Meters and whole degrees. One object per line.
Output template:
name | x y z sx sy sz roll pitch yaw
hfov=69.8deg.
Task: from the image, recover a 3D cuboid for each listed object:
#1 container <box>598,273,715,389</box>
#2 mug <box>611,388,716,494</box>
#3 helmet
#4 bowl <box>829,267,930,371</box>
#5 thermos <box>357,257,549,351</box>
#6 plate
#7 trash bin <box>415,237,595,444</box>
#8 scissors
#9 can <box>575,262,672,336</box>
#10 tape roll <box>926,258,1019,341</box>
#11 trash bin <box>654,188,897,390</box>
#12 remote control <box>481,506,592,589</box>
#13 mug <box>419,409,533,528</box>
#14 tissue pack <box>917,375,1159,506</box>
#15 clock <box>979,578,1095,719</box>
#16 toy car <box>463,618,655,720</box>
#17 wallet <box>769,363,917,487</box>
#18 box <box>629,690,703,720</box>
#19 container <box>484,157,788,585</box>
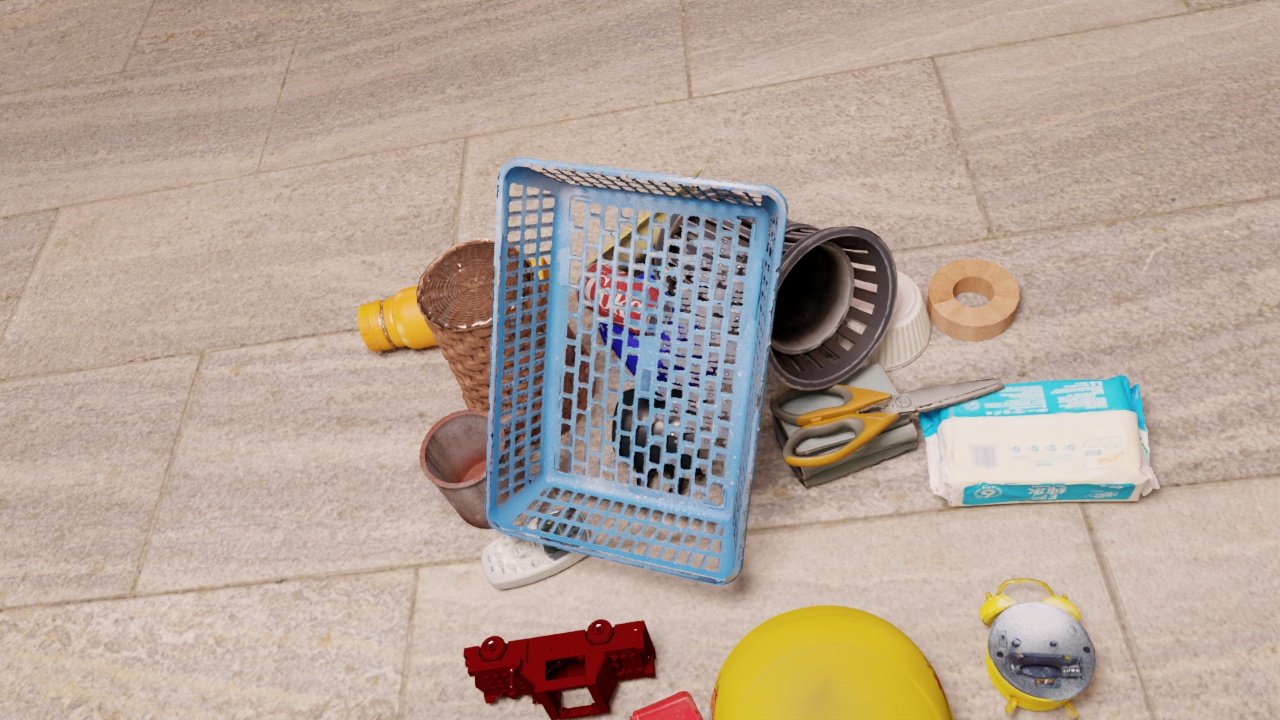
container | 0.017 -0.022 1.022 0.084 0.085 0.113 -34 56 -10
mug | 0.024 0.090 0.953 0.094 0.085 0.121 5 87 17
helmet | 0.154 0.305 0.730 0.209 0.140 0.239 -13 55 4
bowl | 0.257 -0.052 0.999 0.115 0.062 0.115 -6 55 9
thermos | -0.220 -0.062 1.118 0.233 0.091 0.076 -13 83 5
plate | 0.013 -0.155 1.094 0.184 0.185 0.036 -42 99 -16
trash bin | -0.144 -0.024 0.983 0.151 0.210 0.151 -6 54 8
scissors | 0.241 0.054 0.888 0.229 0.016 0.113 -9 46 10
can | -0.018 -0.064 0.972 0.096 0.054 0.054 28 66 26
tape roll | 0.364 -0.067 1.006 0.094 0.027 0.093 -6 55 9
trash bin | 0.128 -0.090 0.967 0.164 0.164 0.227 -36 36 -12
remote control | -0.106 0.193 0.937 0.114 0.028 0.060 -22 54 -3
mug | -0.157 0.105 0.962 0.122 0.110 0.096 -39 62 -15
tissue pack | 0.374 0.078 0.881 0.209 0.066 0.116 -3 56 12
clock | 0.336 0.241 0.782 0.083 0.057 0.118 -2 56 13
toy car | -0.073 0.286 0.838 0.170 0.070 0.061 -10 42 6
wallet | 0.207 0.064 0.942 0.131 0.054 0.100 -19 56 -5
box | 0.031 0.364 0.727 0.126 0.137 0.157 -32 55 -3
container | -0.005 0.005 0.849 0.257 0.363 0.089 10 18 16
